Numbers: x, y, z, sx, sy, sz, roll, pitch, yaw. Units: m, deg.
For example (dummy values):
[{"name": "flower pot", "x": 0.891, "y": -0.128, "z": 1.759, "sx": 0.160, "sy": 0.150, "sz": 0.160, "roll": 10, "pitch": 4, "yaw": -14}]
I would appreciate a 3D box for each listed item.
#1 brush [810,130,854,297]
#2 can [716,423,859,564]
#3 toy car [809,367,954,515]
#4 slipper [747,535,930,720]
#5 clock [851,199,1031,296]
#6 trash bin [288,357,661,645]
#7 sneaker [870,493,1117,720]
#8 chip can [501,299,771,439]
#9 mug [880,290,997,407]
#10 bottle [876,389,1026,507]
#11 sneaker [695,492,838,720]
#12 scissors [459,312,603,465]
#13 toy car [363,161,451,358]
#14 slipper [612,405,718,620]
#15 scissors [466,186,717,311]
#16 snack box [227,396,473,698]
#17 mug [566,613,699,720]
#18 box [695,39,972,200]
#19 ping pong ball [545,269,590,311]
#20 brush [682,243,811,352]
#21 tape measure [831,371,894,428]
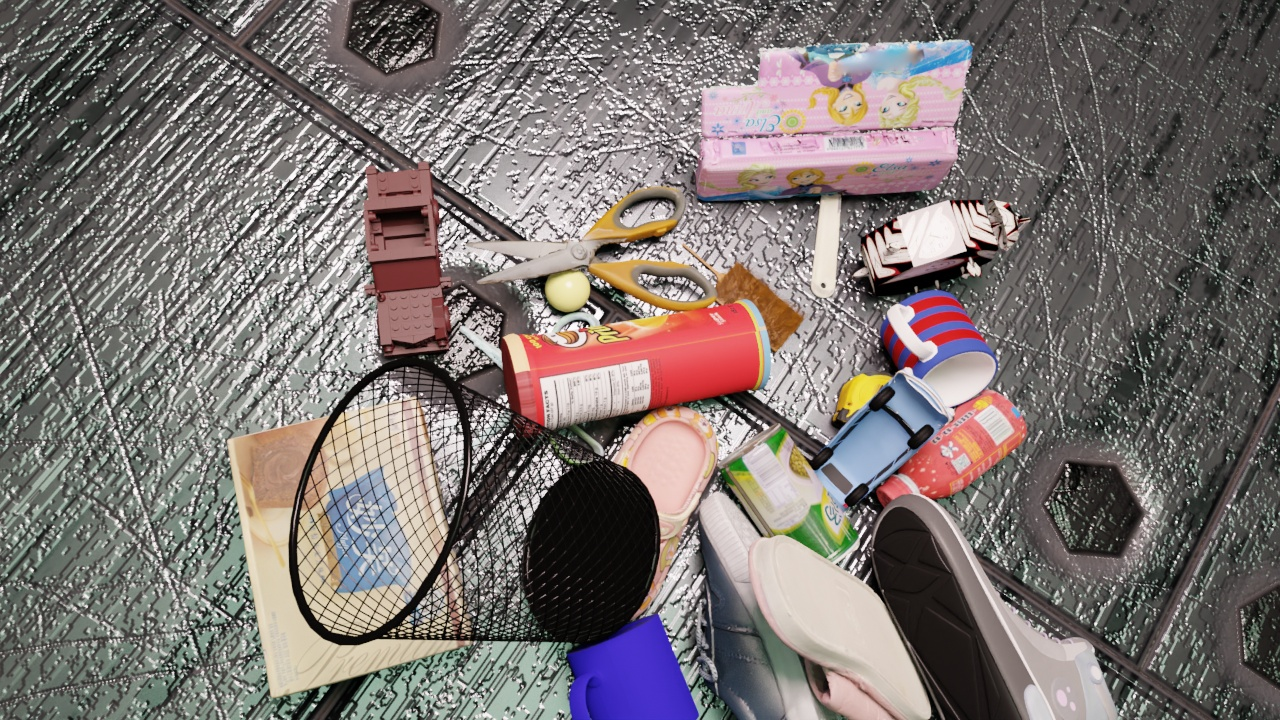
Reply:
[{"name": "brush", "x": 0.184, "y": -0.164, "z": 0.882, "sx": 0.033, "sy": 0.012, "sz": 0.217, "roll": 9, "pitch": 78, "yaw": -5}, {"name": "can", "x": 0.125, "y": 0.121, "z": 0.776, "sx": 0.067, "sy": 0.067, "sz": 0.121, "roll": -34, "pitch": 86, "yaw": -13}, {"name": "toy car", "x": 0.197, "y": 0.069, "z": 0.770, "sx": 0.056, "sy": 0.154, "sz": 0.054, "roll": 47, "pitch": 39, "yaw": 14}, {"name": "slipper", "x": 0.148, "y": 0.213, "z": 0.698, "sx": 0.055, "sy": 0.274, "sz": 0.114, "roll": -29, "pitch": 43, "yaw": 21}, {"name": "clock", "x": 0.277, "y": -0.095, "z": 0.823, "sx": 0.154, "sy": 0.115, "sz": 0.065, "roll": -13, "pitch": 79, "yaw": -12}, {"name": "trash bin", "x": -0.105, "y": 0.119, "z": 0.657, "sx": 0.210, "sy": 0.184, "sz": 0.184, "roll": 27, "pitch": 70, "yaw": -45}, {"name": "sneaker", "x": 0.302, "y": 0.220, "z": 0.763, "sx": 0.160, "sy": 0.093, "sz": 0.256, "roll": -13, "pitch": 76, "yaw": -35}, {"name": "chip can", "x": -0.005, "y": 0.004, "z": 0.774, "sx": 0.213, "sy": 0.087, "sz": 0.087, "roll": -10, "pitch": 78, "yaw": -15}, {"name": "mug", "x": 0.248, "y": -0.016, "z": 0.796, "sx": 0.075, "sy": 0.112, "sz": 0.076, "roll": -41, "pitch": 43, "yaw": 24}, {"name": "bottle", "x": 0.268, "y": 0.086, "z": 0.807, "sx": 0.137, "sy": 0.062, "sz": 0.062, "roll": -33, "pitch": 82, "yaw": -13}, {"name": "sneaker", "x": 0.084, "y": 0.226, "z": 0.745, "sx": 0.087, "sy": 0.089, "sz": 0.235, "roll": -27, "pitch": 65, "yaw": 16}, {"name": "scissors", "x": -0.094, "y": 0.025, "z": 0.808, "sx": 0.171, "sy": 0.021, "sz": 0.172, "roll": 44, "pitch": 81, "yaw": 2}, {"name": "toy car", "x": -0.203, "y": -0.093, "z": 0.796, "sx": 0.070, "sy": 0.062, "sz": 0.169, "roll": -7, "pitch": 78, "yaw": -8}, {"name": "slipper", "x": 0.001, "y": 0.121, "z": 0.761, "sx": 0.093, "sy": 0.082, "sz": 0.197, "roll": 28, "pitch": 73, "yaw": 2}, {"name": "scissors", "x": -0.039, "y": -0.105, "z": 0.813, "sx": 0.225, "sy": 0.016, "sz": 0.175, "roll": 8, "pitch": 62, "yaw": -15}, {"name": "snack box", "x": -0.233, "y": 0.146, "z": 0.741, "sx": 0.153, "sy": 0.055, "sz": 0.207, "roll": -13, "pitch": 79, "yaw": -9}, {"name": "mug", "x": -0.015, "y": 0.258, "z": 0.714, "sx": 0.079, "sy": 0.111, "sz": 0.083, "roll": -29, "pitch": 79, "yaw": 31}, {"name": "box", "x": 0.166, "y": -0.197, "z": 0.805, "sx": 0.230, "sy": 0.161, "sz": 0.061, "roll": -3, "pitch": 57, "yaw": -1}, {"name": "ping pong ball", "x": -0.065, "y": -0.063, "z": 0.815, "sx": 0.040, "sy": 0.040, "sz": 0.040, "roll": 1, "pitch": 77, "yaw": -6}, {"name": "brush", "x": 0.091, "y": -0.065, "z": 0.845, "sx": 0.126, "sy": 0.017, "sz": 0.048, "roll": 41, "pitch": 76, "yaw": 4}, {"name": "tape measure", "x": 0.212, "y": 0.041, "z": 0.823, "sx": 0.065, "sy": 0.037, "sz": 0.064, "roll": 29, "pitch": 76, "yaw": 1}]
